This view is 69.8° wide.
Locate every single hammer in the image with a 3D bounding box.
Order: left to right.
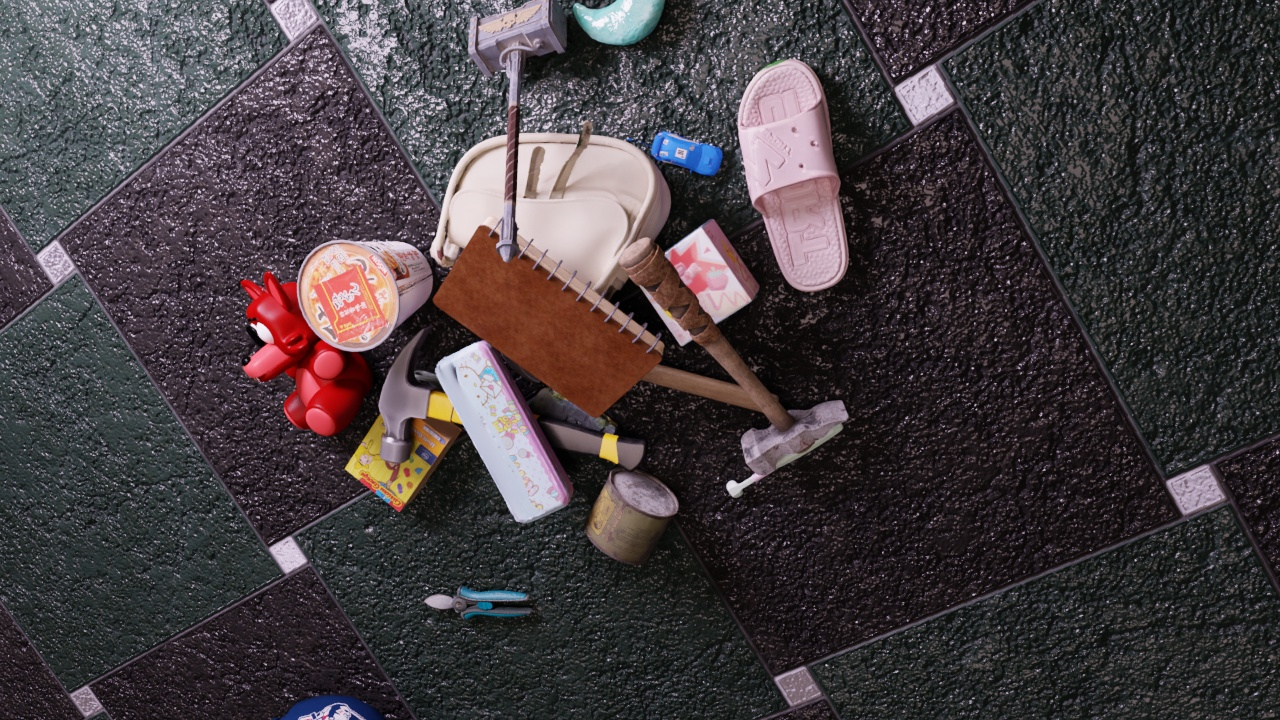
[{"bbox_3d":[-0.149,0.069,1.072,0.324,0.034,0.170,13,104,7],"label":"hammer"},{"bbox_3d":[-0.124,-0.228,0.898,0.099,0.044,0.321,-13,58,17],"label":"hammer"},{"bbox_3d":[-0.006,0.006,1.044,0.331,0.030,0.120,13,139,3],"label":"hammer"},{"bbox_3d":[0.090,-0.006,0.952,0.122,0.048,0.319,-34,119,17],"label":"hammer"}]

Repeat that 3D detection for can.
[{"bbox_3d":[-0.011,0.182,1.074,0.090,0.089,0.075,29,111,5],"label":"can"}]

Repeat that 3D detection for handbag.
[{"bbox_3d":[-0.100,-0.158,0.957,0.229,0.132,0.184,20,91,14],"label":"handbag"}]

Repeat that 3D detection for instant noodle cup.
[{"bbox_3d":[-0.305,-0.085,1.054,0.124,0.121,0.124,4,106,13],"label":"instant noodle cup"}]

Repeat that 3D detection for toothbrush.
[{"bbox_3d":[0.165,0.113,1.049,0.155,0.015,0.022,-35,97,20],"label":"toothbrush"}]

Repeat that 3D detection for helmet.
[{"bbox_3d":[-0.419,0.552,1.209,0.232,0.222,0.273,17,140,-6],"label":"helmet"}]

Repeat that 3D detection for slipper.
[{"bbox_3d":[0.157,-0.183,0.940,0.094,0.064,0.239,-11,104,17],"label":"slipper"}]

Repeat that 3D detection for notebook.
[{"bbox_3d":[-0.097,-0.042,0.968,0.225,0.024,0.168,36,140,-9],"label":"notebook"}]

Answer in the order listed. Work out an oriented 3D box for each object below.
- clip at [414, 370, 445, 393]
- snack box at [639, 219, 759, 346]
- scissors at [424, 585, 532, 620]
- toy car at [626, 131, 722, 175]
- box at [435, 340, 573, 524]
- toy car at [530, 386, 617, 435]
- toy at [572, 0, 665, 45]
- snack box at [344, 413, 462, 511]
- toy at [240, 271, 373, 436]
[{"bbox_3d":[-0.246,0.032,1.127,0.076,0.023,0.044,11,107,9],"label":"clip"},{"bbox_3d":[0.061,-0.085,0.984,0.093,0.079,0.095,-33,95,20],"label":"snack box"},{"bbox_3d":[-0.212,0.324,1.204,0.138,0.019,0.136,46,110,-3],"label":"scissors"},{"bbox_3d":[0.036,-0.218,0.961,0.092,0.061,0.033,19,109,8],"label":"toy car"},{"bbox_3d":[-0.154,0.082,1.043,0.076,0.033,0.214,-27,96,13],"label":"box"},{"bbox_3d":[-0.077,0.069,1.088,0.105,0.033,0.048,30,108,3],"label":"toy car"},{"bbox_3d":[-0.014,-0.372,0.948,0.085,0.033,0.105,48,112,10],"label":"toy"},{"bbox_3d":[-0.298,0.112,1.153,0.088,0.040,0.126,38,111,1],"label":"snack box"},{"bbox_3d":[-0.410,-0.011,1.095,0.159,0.120,0.197,3,126,58],"label":"toy"}]
